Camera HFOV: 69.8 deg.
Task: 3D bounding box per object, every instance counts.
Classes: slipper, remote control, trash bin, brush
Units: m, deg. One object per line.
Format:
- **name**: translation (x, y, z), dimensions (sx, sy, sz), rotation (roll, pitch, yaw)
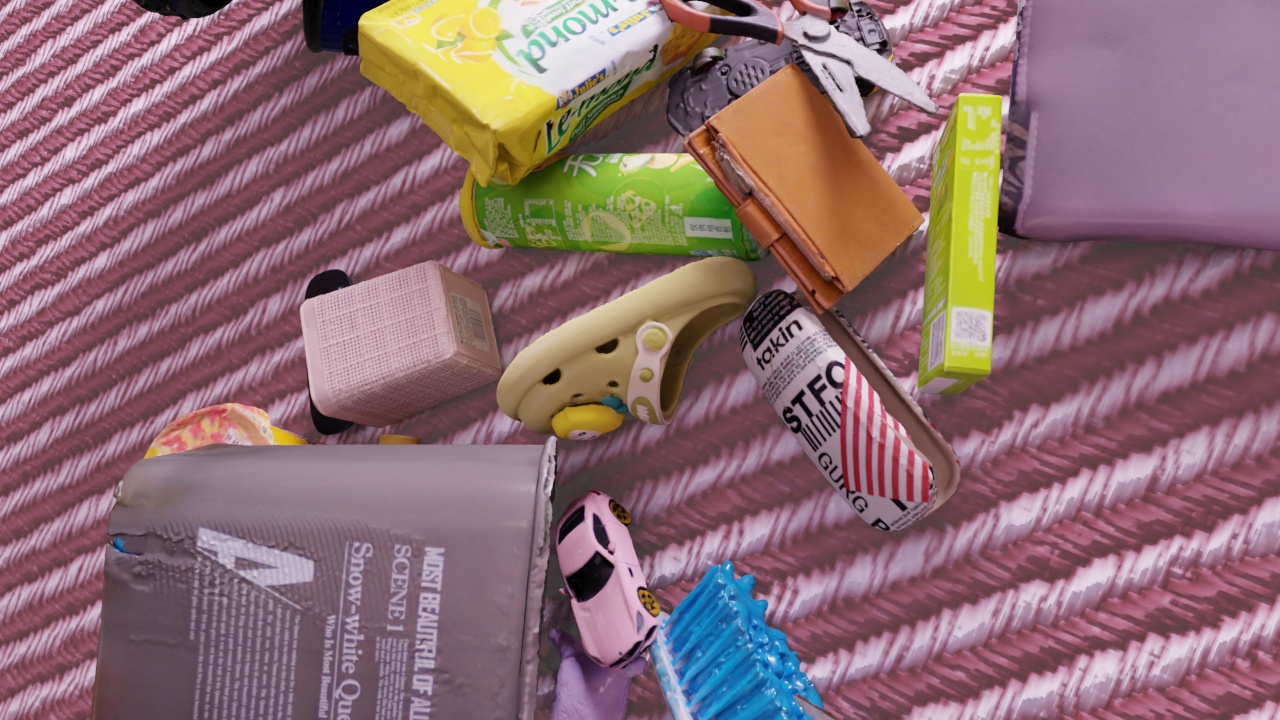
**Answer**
- **slipper**: translation (-0.003, 0.003, 0.595), dimensions (0.191, 0.091, 0.081), rotation (-29, 72, 11)
- **remote control**: translation (-0.242, -0.006, 0.732), dimensions (0.053, 0.024, 0.136), rotation (-16, 72, 21)
- **trash bin**: translation (-0.161, 0.135, 0.525), dimensions (0.219, 0.199, 0.199), rotation (5, 89, -5)
- **brush**: translation (0.080, 0.280, 0.523), dimensions (0.110, 0.060, 0.314), rotation (-33, 70, 19)

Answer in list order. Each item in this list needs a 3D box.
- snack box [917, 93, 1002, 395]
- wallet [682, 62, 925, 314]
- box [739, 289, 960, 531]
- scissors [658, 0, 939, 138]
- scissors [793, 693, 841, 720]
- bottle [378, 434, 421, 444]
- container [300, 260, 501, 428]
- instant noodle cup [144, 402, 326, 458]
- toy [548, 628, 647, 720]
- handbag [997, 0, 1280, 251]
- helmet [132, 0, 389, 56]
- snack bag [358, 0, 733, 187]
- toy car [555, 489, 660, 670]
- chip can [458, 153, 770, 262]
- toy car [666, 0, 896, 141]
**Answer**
- **snack box**: translation (0.183, -0.063, 0.527), dimensions (0.026, 0.086, 0.156), rotation (5, 80, 8)
- **wallet**: translation (0.101, -0.106, 0.553), dimensions (0.132, 0.031, 0.107), rotation (49, 60, 0)
- **box**: translation (0.127, 0.027, 0.562), dimensions (0.163, 0.080, 0.075), rotation (53, 132, 22)
- **scissors**: translation (0.093, -0.211, 0.571), dimensions (0.222, 0.015, 0.189), rotation (16, 56, 15)
- **scissors**: translation (0.158, 0.233, 0.488), dimensions (0.159, 0.014, 0.181), rotation (-38, 86, -3)
- **bottle**: translation (-0.183, 0.162, 0.651), dimensions (0.065, 0.065, 0.218), rotation (0, 78, 23)
- **container**: translation (-0.171, -0.013, 0.669), dimensions (0.111, 0.090, 0.090), rotation (-19, 72, 16)
- **instant noodle cup**: translation (-0.281, 0.108, 0.678), dimensions (0.138, 0.109, 0.138), rotation (-5, 77, 23)
- **toy**: translation (-0.040, 0.233, 0.589), dimensions (0.084, 0.039, 0.108), rotation (7, 85, 42)
- **handbag**: translation (0.300, -0.131, 0.486), dimensions (0.197, 0.098, 0.145), rotation (7, 98, 23)
- **helmet**: translation (-0.220, -0.348, 0.673), dimensions (0.240, 0.247, 0.315), rotation (35, 88, -18)
- **snack bag**: translation (-0.061, -0.226, 0.640), dimensions (0.246, 0.068, 0.158), rotation (-39, 64, -22)
- **toy car**: translation (-0.026, 0.136, 0.584), dimensions (0.056, 0.037, 0.122), rotation (-47, 40, 22)
- **chip can**: translation (-0.013, -0.108, 0.629), dimensions (0.222, 0.072, 0.072), rotation (6, 81, 24)
- **toy car**: translation (0.092, -0.190, 0.617), dimensions (0.156, 0.041, 0.071), rotation (-19, 69, 13)
